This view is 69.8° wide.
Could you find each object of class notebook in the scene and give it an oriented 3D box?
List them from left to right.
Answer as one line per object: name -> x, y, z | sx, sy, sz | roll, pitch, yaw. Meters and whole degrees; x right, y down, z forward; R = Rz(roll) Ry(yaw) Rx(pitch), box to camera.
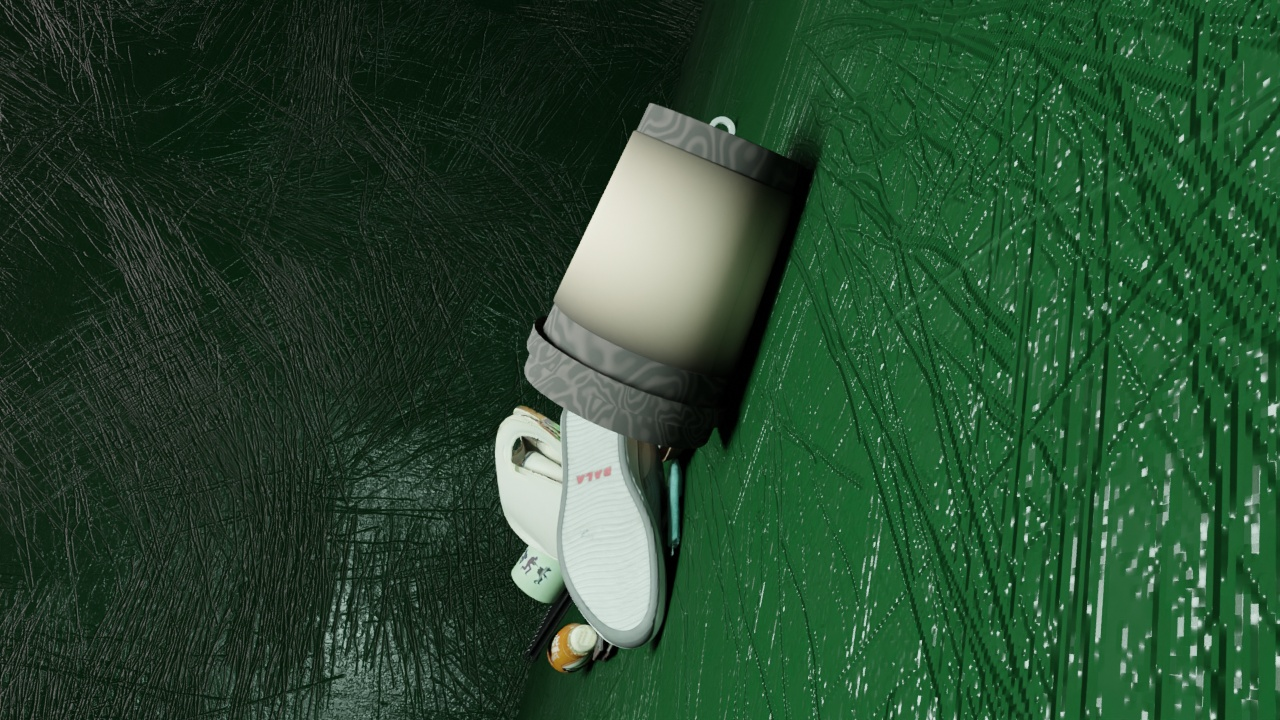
notebook -> -0.099, 0.328, 1.316 | 0.169, 0.019, 0.231 | -57, -2, 3

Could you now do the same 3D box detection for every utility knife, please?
utility knife -> 0.032, 0.137, 0.841 | 0.119, 0.015, 0.022 | -87, 11, -55

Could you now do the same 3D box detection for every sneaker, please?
sneaker -> -0.011, 0.151, 0.872 | 0.128, 0.097, 0.262 | 46, -152, -47

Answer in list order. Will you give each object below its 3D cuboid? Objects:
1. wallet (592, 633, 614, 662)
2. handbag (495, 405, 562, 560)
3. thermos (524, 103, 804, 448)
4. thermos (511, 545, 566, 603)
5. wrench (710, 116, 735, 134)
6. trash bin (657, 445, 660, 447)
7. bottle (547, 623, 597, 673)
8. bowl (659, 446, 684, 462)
wallet -> -0.035, 0.286, 1.074 | 0.099, 0.031, 0.119 | 107, 176, -66
handbag -> -0.096, 0.144, 1.126 | 0.092, 0.201, 0.200 | -34, -54, -37
thermos -> 0.023, -0.068, 0.718 | 0.172, 0.172, 0.226 | -92, 24, -76
thermos -> -0.082, 0.219, 1.250 | 0.231, 0.082, 0.082 | -55, 7, 9
wrench -> 0.070, -0.194, 1.221 | 0.018, 0.086, 0.273 | 170, 125, -85
trash bin -> -0.006, 0.006, 1.091 | 0.229, 0.114, 0.114 | 110, 173, -49
bottle -> -0.085, 0.374, 1.206 | 0.167, 0.059, 0.059 | 118, 167, -64
bowl -> 0.046, 0.045, 0.879 | 0.102, 0.026, 0.114 | 139, 145, -81
